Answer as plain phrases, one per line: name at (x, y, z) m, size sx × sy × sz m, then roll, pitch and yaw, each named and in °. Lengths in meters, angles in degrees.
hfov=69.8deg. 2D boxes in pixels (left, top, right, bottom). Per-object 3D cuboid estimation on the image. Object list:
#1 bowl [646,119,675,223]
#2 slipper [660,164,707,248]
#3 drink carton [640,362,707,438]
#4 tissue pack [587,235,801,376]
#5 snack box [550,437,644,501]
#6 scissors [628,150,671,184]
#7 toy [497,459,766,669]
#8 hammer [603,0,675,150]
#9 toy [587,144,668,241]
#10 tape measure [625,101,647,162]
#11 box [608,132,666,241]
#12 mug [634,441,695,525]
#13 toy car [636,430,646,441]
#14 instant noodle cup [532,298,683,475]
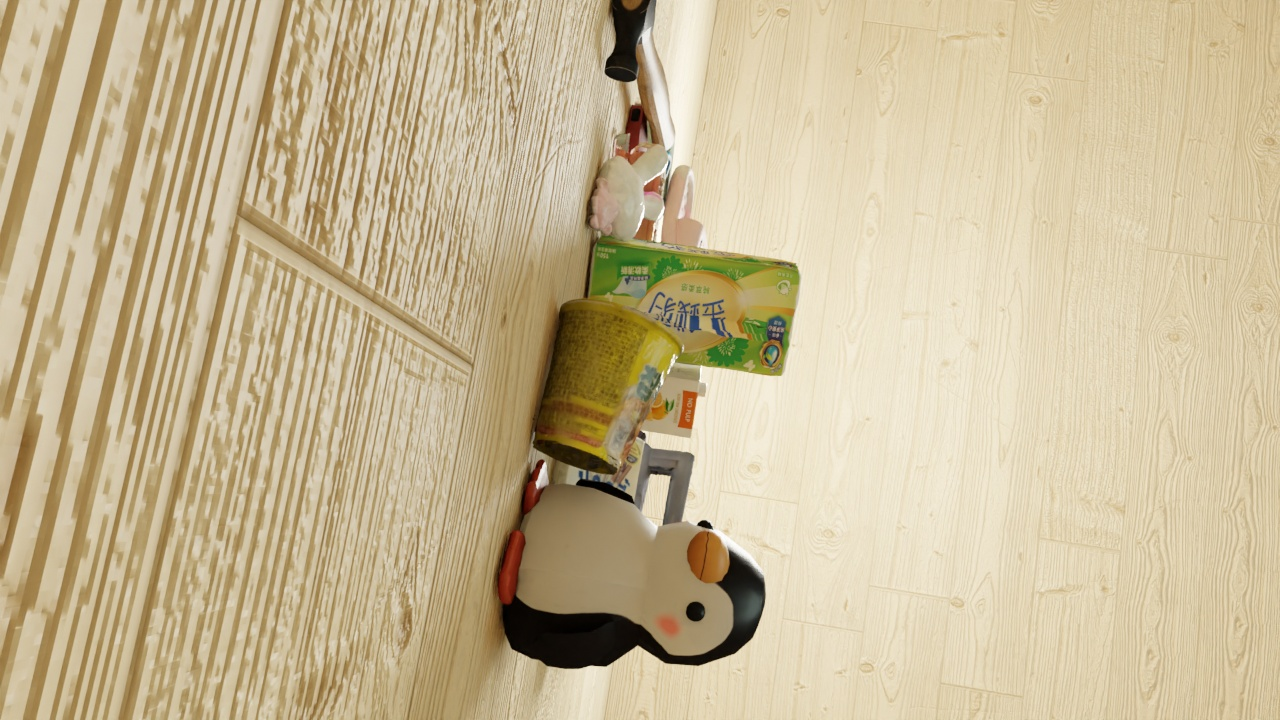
bowl at (0.018, -0.244, 1.197) m, size 0.157 × 0.038 × 0.157 m, roll 12°, pitch 87°, yaw -87°
slipper at (0.058, -0.151, 1.175) m, size 0.107 × 0.056 × 0.221 m, roll 72°, pitch 19°, yaw -62°
drink carton at (-0.001, 0.030, 0.858) m, size 0.040 × 0.122 × 0.059 m, roll -72°, pitch 170°, yaw -68°
tissue pack at (0.046, -0.046, 0.834) m, size 0.141 × 0.198 × 0.120 m, roll -76°, pitch 168°, yaw -76°
snack box at (-0.044, 0.125, 0.813) m, size 0.026 × 0.082 × 0.149 m, roll -21°, pitch -131°, yaw 43°
scissors at (0.002, -0.173, 1.017) m, size 0.112 × 0.013 × 0.141 m, roll -43°, pitch 151°, yaw -33°
toy at (-0.003, 0.171, 0.677) m, size 0.158 × 0.184 × 0.140 m, roll -77°, pitch 175°, yaw -52°
hammer at (0.011, -0.274, 0.873) m, size 0.305 × 0.040 × 0.132 m, roll 50°, pitch 50°, yaw -80°
toy at (-0.015, -0.146, 0.820) m, size 0.125 × 0.037 × 0.076 m, roll -39°, pitch 134°, yaw -47°
tape measure at (-0.006, -0.240, 0.986) m, size 0.059 × 0.019 × 0.051 m, roll 85°, pitch 14°, yaw -45°
box at (-0.008, -0.132, 0.923) m, size 0.076 × 0.054 × 0.187 m, roll -129°, pitch -140°, yaw -49°
mug at (-0.016, 0.133, 0.892) m, size 0.084 × 0.124 × 0.103 m, roll 77°, pitch 22°, yaw -57°
toy car at (-0.025, 0.133, 1.241) m, size 0.092 × 0.037 × 0.040 m, roll -46°, pitch 166°, yaw -17°
instant noodle cup at (-0.030, 0.022, 0.681) m, size 0.102 × 0.102 × 0.108 m, roll 89°, pitch 19°, yaw -70°
